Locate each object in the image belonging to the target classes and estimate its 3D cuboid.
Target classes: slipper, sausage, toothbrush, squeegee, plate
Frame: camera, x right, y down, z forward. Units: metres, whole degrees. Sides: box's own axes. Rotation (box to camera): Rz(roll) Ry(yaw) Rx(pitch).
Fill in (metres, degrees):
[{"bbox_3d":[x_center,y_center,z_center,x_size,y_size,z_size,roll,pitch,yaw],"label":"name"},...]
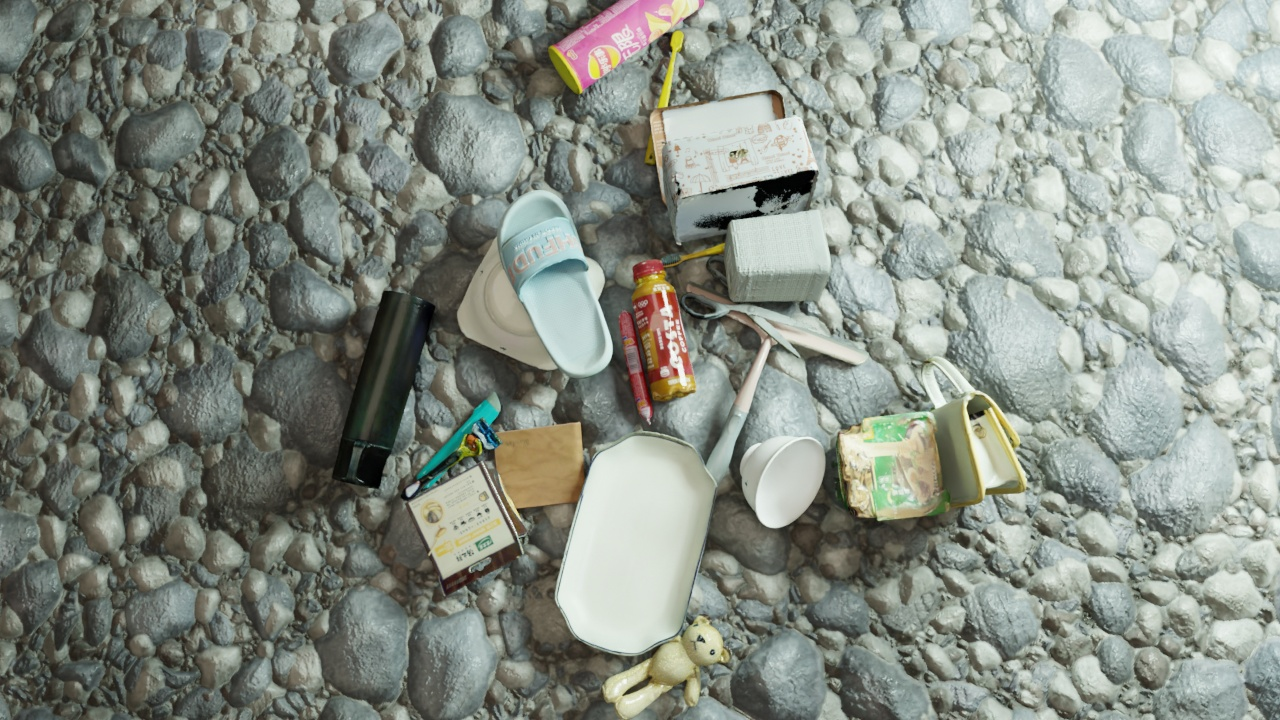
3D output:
[{"bbox_3d":[-0.107,-0.095,1.126,0.104,0.074,0.245,-22,81,-1],"label":"slipper"},{"bbox_3d":[-0.007,0.007,1.166,0.020,0.020,0.155,-12,80,0],"label":"sausage"},{"bbox_3d":[0.032,-0.351,1.230,0.016,0.016,0.190,12,82,4],"label":"toothbrush"},{"bbox_3d":[0.128,0.052,1.142,0.248,0.040,0.249,22,83,6],"label":"squeegee"},{"bbox_3d":[-0.142,-0.083,1.181,0.163,0.034,0.164,23,81,6],"label":"plate"},{"bbox_3d":[-0.004,0.219,1.113,0.162,0.034,0.265,12,77,9],"label":"plate"},{"bbox_3d":[0.116,-0.149,1.187,0.191,0.018,0.016,-14,81,0],"label":"toothbrush"}]

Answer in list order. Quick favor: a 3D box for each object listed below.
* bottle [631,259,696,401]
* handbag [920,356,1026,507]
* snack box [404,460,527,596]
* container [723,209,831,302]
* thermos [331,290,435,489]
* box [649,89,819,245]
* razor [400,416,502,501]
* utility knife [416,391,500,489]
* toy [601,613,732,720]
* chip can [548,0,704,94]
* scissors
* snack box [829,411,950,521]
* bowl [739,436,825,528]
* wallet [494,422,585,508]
[{"bbox_3d":[0.026,-0.039,1.153,0.057,0.057,0.174,-12,79,0],"label":"bottle"},{"bbox_3d":[0.375,0.076,1.063,0.063,0.163,0.178,-13,79,-2],"label":"handbag"},{"bbox_3d":[-0.209,0.203,1.118,0.113,0.053,0.125,-29,81,7],"label":"snack box"},{"bbox_3d":[0.165,-0.126,1.134,0.114,0.090,0.090,-4,64,-2],"label":"container"},{"bbox_3d":[-0.320,0.036,1.141,0.068,0.090,0.242,15,80,-12],"label":"thermos"},{"bbox_3d":[0.111,-0.266,1.147,0.183,0.157,0.192,-11,73,-2],"label":"box"},{"bbox_3d":[-0.242,0.129,1.144,0.142,0.022,0.042,-37,85,-1],"label":"razor"},{"bbox_3d":[-0.231,0.105,1.164,0.029,0.013,0.157,42,87,10],"label":"utility knife"},{"bbox_3d":[0.029,0.361,1.078,0.157,0.066,0.105,-30,63,-10],"label":"toy"},{"bbox_3d":[-0.017,-0.443,1.219,0.210,0.071,0.071,-36,80,-4],"label":"chip can"},{"bbox_3d":[0.132,-0.067,1.158,0.159,0.014,0.175,-12,65,-9],"label":"scissors"},{"bbox_3d":[0.287,0.128,1.088,0.117,0.106,0.118,-6,81,0],"label":"snack box"},{"bbox_3d":[0.159,0.134,1.105,0.065,0.118,0.118,29,81,45],"label":"bowl"},{"bbox_3d":[-0.127,0.133,1.151,0.115,0.020,0.101,-8,78,4],"label":"wallet"}]
